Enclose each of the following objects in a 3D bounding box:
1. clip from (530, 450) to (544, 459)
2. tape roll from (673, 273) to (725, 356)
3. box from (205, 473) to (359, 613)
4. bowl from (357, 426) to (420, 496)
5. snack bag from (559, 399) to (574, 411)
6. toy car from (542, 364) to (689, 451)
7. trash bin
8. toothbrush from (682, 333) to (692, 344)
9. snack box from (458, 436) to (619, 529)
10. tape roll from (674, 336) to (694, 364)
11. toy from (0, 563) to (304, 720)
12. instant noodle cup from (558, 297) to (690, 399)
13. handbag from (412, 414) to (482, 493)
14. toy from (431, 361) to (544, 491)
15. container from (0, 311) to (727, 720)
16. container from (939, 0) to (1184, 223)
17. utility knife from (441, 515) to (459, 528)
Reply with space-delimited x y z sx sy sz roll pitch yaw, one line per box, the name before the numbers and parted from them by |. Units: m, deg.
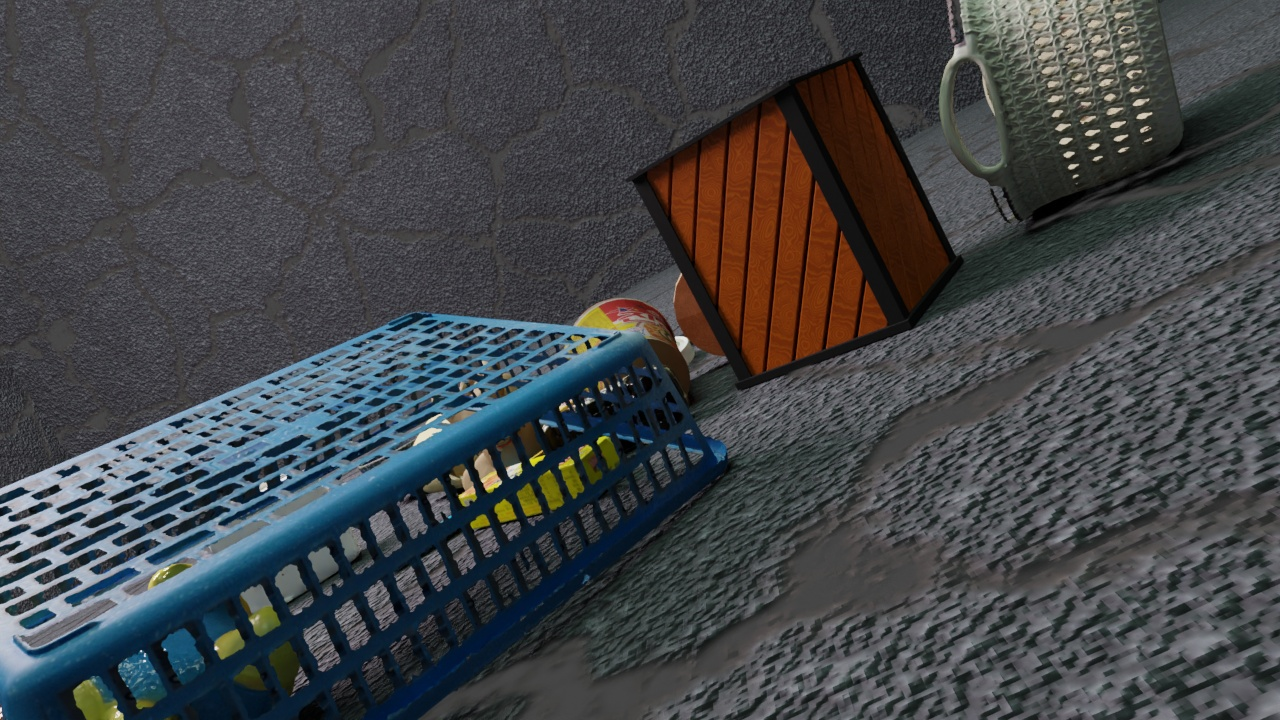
clip | -0.066 0.082 0.704 0.048 0.047 0.054 20 37 31
tape roll | 0.075 -0.051 0.791 0.094 0.094 0.027 -28 7 7
box | -0.325 0.158 0.836 0.107 0.102 0.095 -32 6 -19
bowl | -0.248 0.113 1.017 0.114 0.061 0.114 -27 9 4
snack bag | -0.069 0.047 0.952 0.026 0.020 0.099 -22 10 36
toy car | -0.020 0.043 0.673 0.113 0.048 0.040 -28 12 7
trash bin | 0.116 -0.101 0.666 0.140 0.172 0.139 -23 9 39
toothbrush | 0.023 0.000 0.969 0.013 0.013 0.166 -21 13 42
snack box | -0.072 0.088 0.644 0.148 0.029 0.040 -22 10 45
tape roll | 0.008 0.005 0.913 0.094 0.018 0.093 -24 14 6
toy | -0.280 0.193 0.455 0.149 0.084 0.213 9 35 46
instant noodle cup | -0.004 0.005 0.749 0.100 0.100 0.112 -30 15 -6
handbag | -0.162 0.078 0.883 0.111 0.081 0.119 -41 14 -30
toy | -0.116 0.051 0.755 0.134 0.105 0.108 -29 -25 7
container | -0.159 0.070 0.453 0.258 0.089 0.361 7 26 40
container | 0.324 -0.219 0.707 0.143 0.185 0.250 -14 13 31
utility knife | -0.127 0.115 0.721 0.174 0.015 0.031 -32 -6 -23
